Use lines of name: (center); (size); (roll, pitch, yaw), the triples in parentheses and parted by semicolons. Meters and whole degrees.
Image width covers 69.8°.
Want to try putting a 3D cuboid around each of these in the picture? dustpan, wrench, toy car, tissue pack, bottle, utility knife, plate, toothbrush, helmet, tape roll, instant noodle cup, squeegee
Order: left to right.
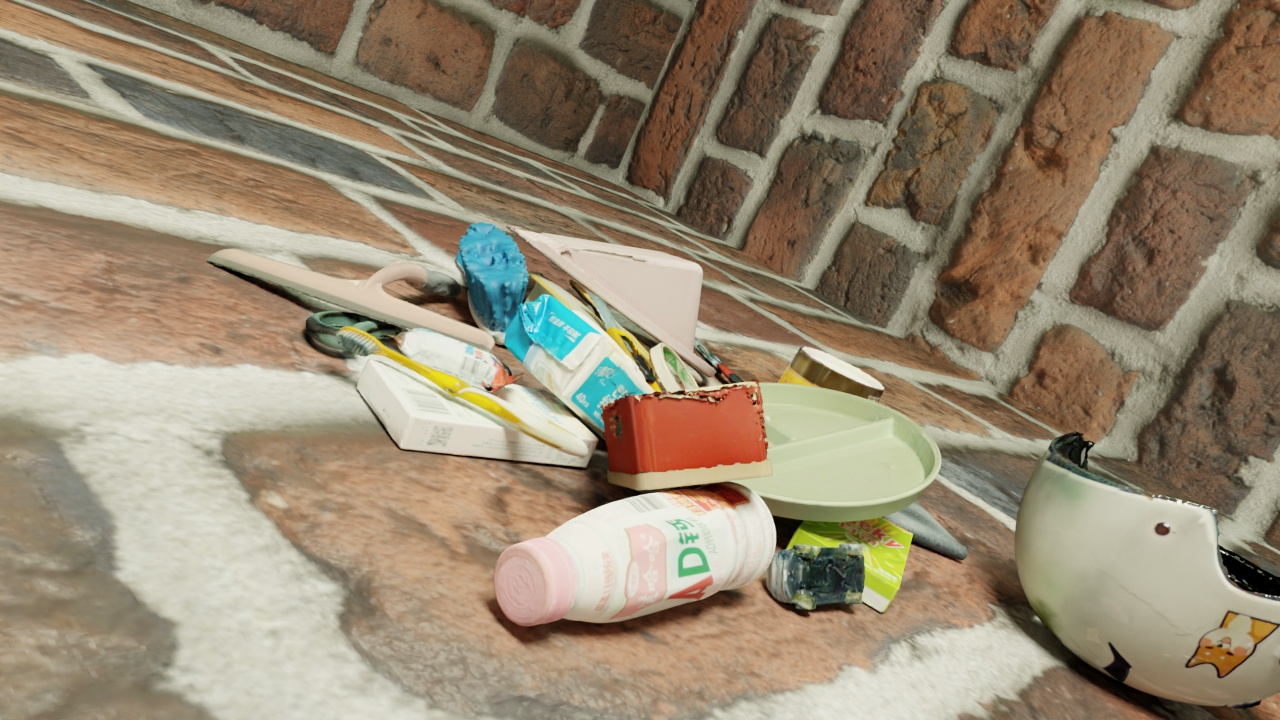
squeegee: (-0.212, -0.071, 0.843); (0.248, 0.040, 0.249); (18, 8, 6)
toothbrush: (-0.121, 0.022, 0.615); (0.191, 0.016, 0.018); (26, 25, 6)
tissue pack: (-0.042, 0.010, 0.740); (0.090, 0.063, 0.140); (38, -7, 40)
dustpan: (-0.033, -0.065, 1.080); (0.273, 0.139, 0.222); (8, 10, -13)
utility knife: (-0.005, 0.005, 0.859); (0.033, 0.015, 0.208); (13, 38, -47)
bottle: (0.002, 0.110, 0.516); (0.068, 0.068, 0.196); (34, 20, 33)
tape roll: (0.039, 0.021, 0.939); (0.086, 0.014, 0.085); (52, 15, -21)
wrench: (0.123, 0.030, 1.113); (0.056, 0.016, 0.273); (49, -1, -39)
plate: (0.133, 0.073, 0.774); (0.230, 0.027, 0.229); (2, 22, -1)
instant noodle cup: (0.177, 0.056, 0.928); (0.118, 0.114, 0.118); (23, 13, -6)
toy car: (0.124, 0.149, 0.638); (0.090, 0.043, 0.034); (7, -12, -40)
helmet: (0.426, 0.193, 0.763); (0.274, 0.157, 0.230); (33, 10, -14)

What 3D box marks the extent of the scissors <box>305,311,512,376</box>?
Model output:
scissors: (-0.193, -0.017, 0.728); (0.170, 0.019, 0.181); (27, 13, 37)

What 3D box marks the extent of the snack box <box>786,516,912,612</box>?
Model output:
snack box: (0.174, 0.150, 0.752); (0.086, 0.026, 0.156); (30, 13, 16)

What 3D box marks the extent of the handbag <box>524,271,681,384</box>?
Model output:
handbag: (-0.036, -0.026, 0.987); (0.178, 0.063, 0.163); (20, 15, -37)

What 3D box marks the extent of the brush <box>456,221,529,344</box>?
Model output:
brush: (-0.171, -0.101, 0.987); (0.060, 0.110, 0.314); (-7, 31, -16)

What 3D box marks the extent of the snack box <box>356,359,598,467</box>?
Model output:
snack box: (-0.114, 0.039, 0.654); (0.156, 0.027, 0.085); (13, 17, -42)

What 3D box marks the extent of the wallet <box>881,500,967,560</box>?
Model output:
wallet: (0.261, 0.153, 0.919); (0.097, 0.019, 0.120); (24, 12, -12)

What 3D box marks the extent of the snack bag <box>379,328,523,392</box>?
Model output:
snack bag: (-0.134, -0.001, 0.658); (0.104, 0.026, 0.048); (22, -1, -10)

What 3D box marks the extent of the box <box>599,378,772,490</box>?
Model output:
box: (0.025, 0.043, 0.614); (0.091, 0.076, 0.168); (-5, -4, -9)
